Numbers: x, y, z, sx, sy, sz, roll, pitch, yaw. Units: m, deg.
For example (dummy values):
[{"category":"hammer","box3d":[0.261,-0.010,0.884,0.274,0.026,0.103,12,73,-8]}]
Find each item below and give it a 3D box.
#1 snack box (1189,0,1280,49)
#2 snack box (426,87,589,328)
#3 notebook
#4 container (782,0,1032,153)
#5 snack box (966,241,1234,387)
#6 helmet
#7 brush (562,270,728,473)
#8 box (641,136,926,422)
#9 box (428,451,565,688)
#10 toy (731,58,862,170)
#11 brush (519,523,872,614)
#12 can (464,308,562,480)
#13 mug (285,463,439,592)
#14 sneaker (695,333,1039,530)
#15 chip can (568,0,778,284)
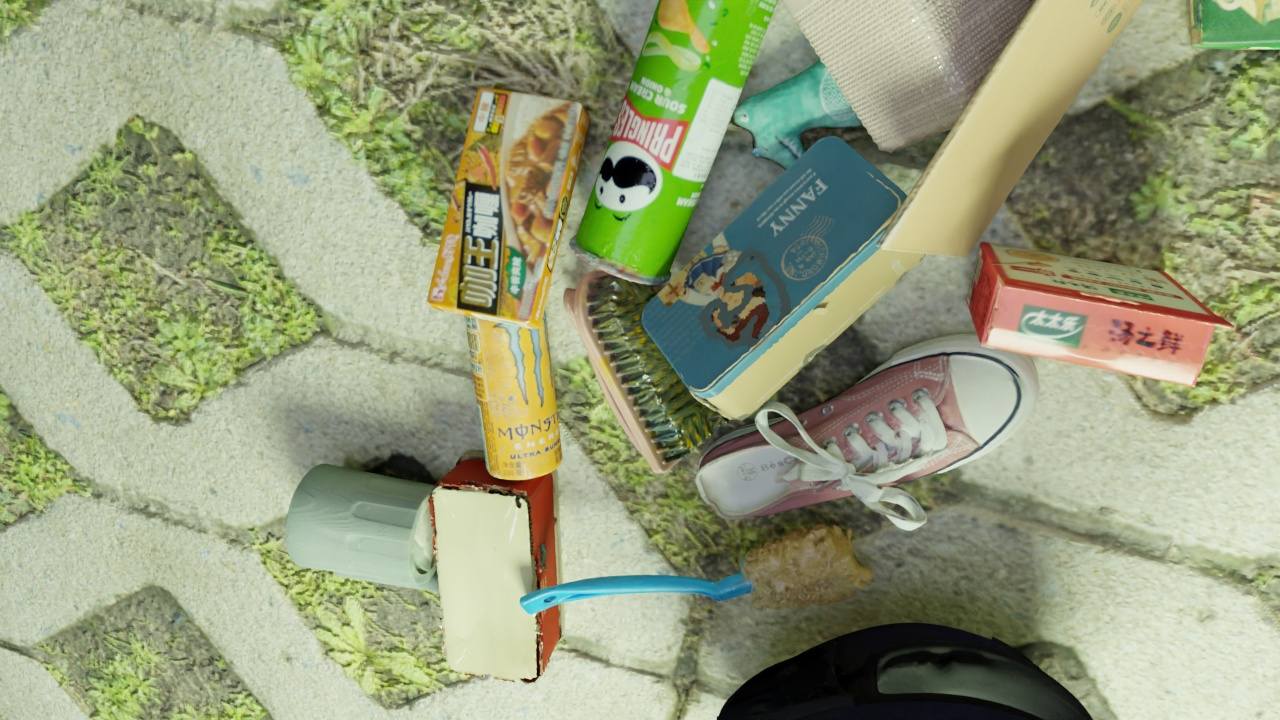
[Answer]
[{"category":"snack box","box3d":[0.336,-0.208,0.460,0.106,0.117,0.118,0,106,28]},{"category":"snack box","box3d":[-0.088,-0.102,0.614,0.075,0.026,0.153,11,84,12]},{"category":"notebook","box3d":[0.212,-0.146,0.491,0.008,0.147,0.208,41,116,26]},{"category":"container","box3d":[0.154,-0.187,0.508,0.090,0.090,0.111,-38,102,-21]},{"category":"snack box","box3d":[0.253,-0.027,0.526,0.113,0.126,0.044,12,111,12]},{"category":"helmet","box3d":[0.181,0.287,0.585,0.247,0.239,0.316,48,124,-3]},{"category":"brush","box3d":[-0.004,0.004,0.645,0.073,0.063,0.145,-20,102,51]},{"category":"box","box3d":[0.092,-0.052,0.566,0.184,0.059,0.089,-46,52,11]},{"category":"box","box3d":[-0.114,0.165,0.716,0.091,0.080,0.168,3,108,13]},{"category":"toy","box3d":[0.105,-0.154,0.577,0.092,0.030,0.096,-19,110,25]},{"category":"brush","box3d":[0.038,0.159,0.660,0.255,0.045,0.083,-8,146,7]},{"category":"can","box3d":[-0.093,0.012,0.670,0.058,0.058,0.146,0,108,15]},{"category":"mug","box3d":[-0.213,0.145,0.745,0.103,0.083,0.124,7,136,12]},{"category":"sneaker","box3d":[0.143,0.058,0.605,0.241,0.087,0.118,-22,101,22]},{"category":"chip can","box3d":[0.028,-0.167,0.571,0.072,0.072,0.236,25,112,6]}]
